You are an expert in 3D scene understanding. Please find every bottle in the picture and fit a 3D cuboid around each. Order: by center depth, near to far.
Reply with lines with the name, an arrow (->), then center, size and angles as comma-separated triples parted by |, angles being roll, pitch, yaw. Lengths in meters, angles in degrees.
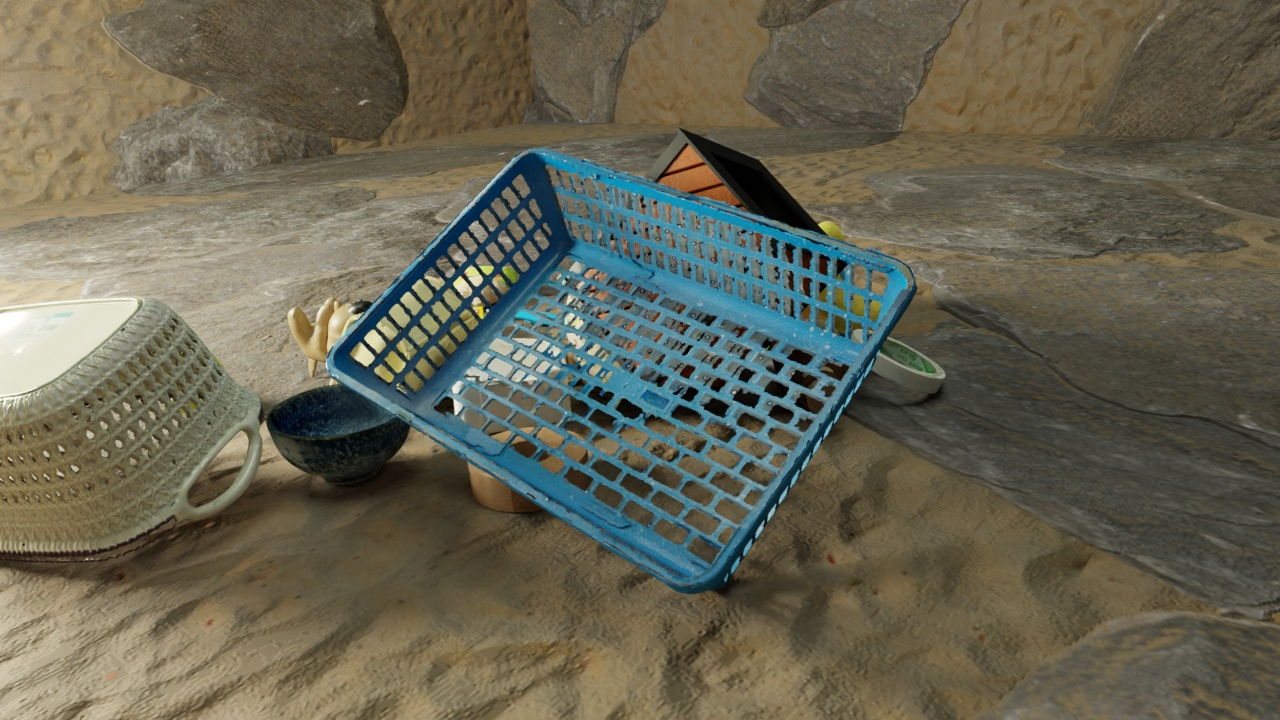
bottle -> 0.157, 0.006, 0.834 | 0.068, 0.068, 0.156 | -2, 20, 4

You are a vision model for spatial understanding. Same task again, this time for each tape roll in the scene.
tape roll -> -0.087, 0.084, 0.721 | 0.094, 0.027, 0.094 | -3, 20, 1
tape roll -> 0.238, 0.000, 0.855 | 0.094, 0.018, 0.093 | 21, 19, -8

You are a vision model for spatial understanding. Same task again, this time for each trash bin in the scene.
trash bin -> 0.056, -0.079, 0.807 | 0.139, 0.172, 0.139 | 1, 47, -55

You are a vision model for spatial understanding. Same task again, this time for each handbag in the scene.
handbag -> -0.223, -0.010, 0.883 | 0.081, 0.111, 0.119 | 30, 32, 9

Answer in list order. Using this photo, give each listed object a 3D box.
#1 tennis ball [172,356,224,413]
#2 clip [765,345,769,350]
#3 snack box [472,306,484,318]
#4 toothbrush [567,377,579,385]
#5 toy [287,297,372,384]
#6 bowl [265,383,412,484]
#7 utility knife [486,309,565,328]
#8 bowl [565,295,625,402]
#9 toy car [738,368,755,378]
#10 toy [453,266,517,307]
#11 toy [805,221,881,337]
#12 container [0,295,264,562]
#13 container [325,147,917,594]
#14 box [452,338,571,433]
tennis ball -> -0.441, 0.020, 0.899 | 0.065, 0.065, 0.065 | -3, 20, 1
clip -> 0.147, -0.025, 0.982 | 0.047, 0.047, 0.054 | -21, 8, 30
snack box -> -0.194, -0.027, 1.037 | 0.040, 0.029, 0.148 | -6, 20, -9
toothbrush -> -0.006, 0.006, 0.945 | 0.167, 0.013, 0.013 | -15, 23, -22
toy -> -0.303, -0.016, 0.944 | 0.108, 0.106, 0.133 | 19, 24, 24
bowl -> -0.242, 0.065, 0.752 | 0.114, 0.061, 0.114 | -1, 21, 0
utility knife -> -0.111, -0.048, 1.102 | 0.175, 0.015, 0.031 | 11, 28, 31
bowl -> -0.023, -0.007, 0.862 | 0.145, 0.063, 0.145 | 32, 26, -18
toy car -> 0.063, -0.008, 0.914 | 0.113, 0.048, 0.040 | 5, 16, 25
toy -> -0.210, -0.096, 1.207 | 0.092, 0.043, 0.117 | 1, 22, 9
toy -> 0.171, -0.084, 0.993 | 0.084, 0.149, 0.214 | -41, 23, -5
container -> -0.425, 0.045, 0.684 | 0.252, 0.143, 0.184 | -2, 36, 20
container -> -0.020, -0.003, 0.660 | 0.362, 0.089, 0.256 | 25, 66, 33
box -> -0.124, 0.006, 0.846 | 0.107, 0.095, 0.102 | -10, 20, -10
